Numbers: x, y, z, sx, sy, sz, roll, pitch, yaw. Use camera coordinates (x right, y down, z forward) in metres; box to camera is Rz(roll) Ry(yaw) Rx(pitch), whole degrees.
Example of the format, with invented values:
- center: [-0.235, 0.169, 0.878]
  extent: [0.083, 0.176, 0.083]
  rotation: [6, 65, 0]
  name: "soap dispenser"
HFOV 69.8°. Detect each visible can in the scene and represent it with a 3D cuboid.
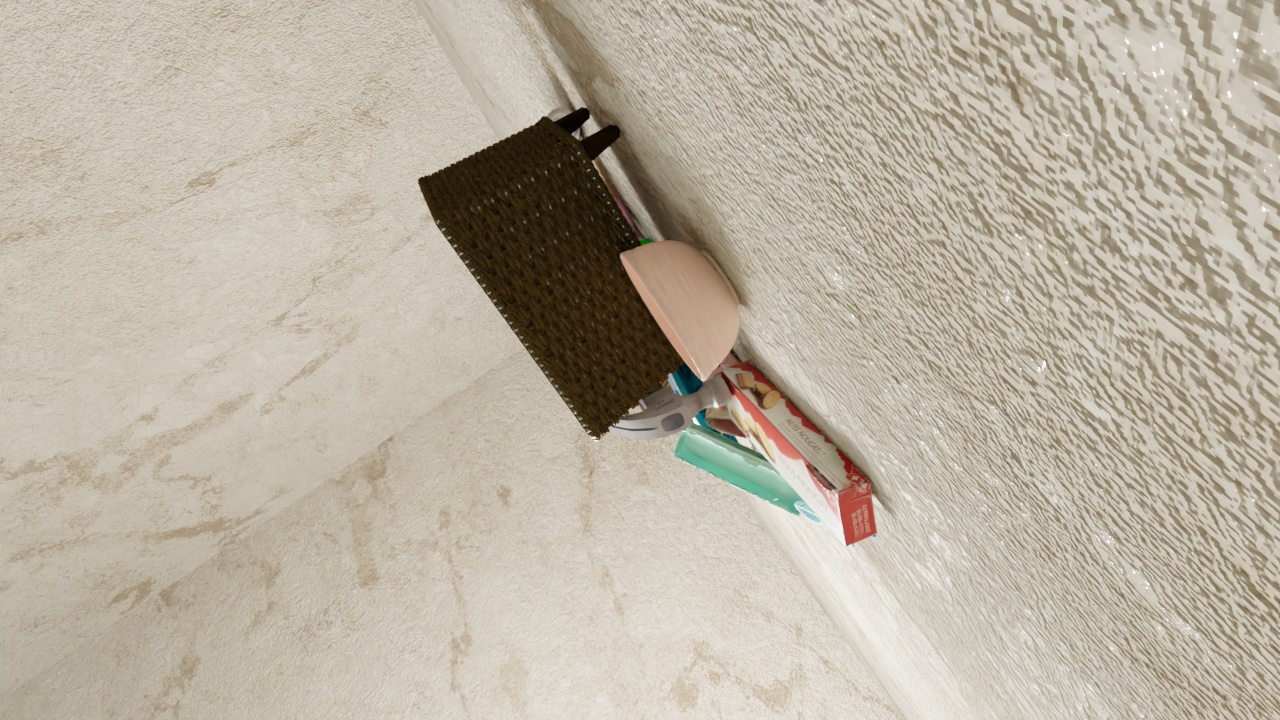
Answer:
- center: [-0.100, -0.293, 1.182]
  extent: [0.044, 0.044, 0.106]
  rotation: [56, 178, -3]
  name: "can"

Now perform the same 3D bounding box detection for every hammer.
- center: [-0.007, 0.007, 1.180]
  extent: [0.035, 0.139, 0.312]
  rotation: [68, 172, -30]
  name: "hammer"

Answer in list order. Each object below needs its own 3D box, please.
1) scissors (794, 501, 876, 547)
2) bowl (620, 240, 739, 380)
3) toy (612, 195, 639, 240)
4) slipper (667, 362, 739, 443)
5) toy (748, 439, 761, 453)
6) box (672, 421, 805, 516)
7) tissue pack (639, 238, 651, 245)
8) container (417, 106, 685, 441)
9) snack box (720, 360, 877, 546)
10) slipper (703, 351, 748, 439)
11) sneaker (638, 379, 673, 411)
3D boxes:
- center: [0.226, 0.185, 1.084]
  extent: [0.127, 0.013, 0.125]
  rotation: [22, 153, 53]
  name: "scissors"
- center: [0.051, -0.062, 0.922]
  extent: [0.153, 0.076, 0.153]
  rotation: [57, 178, 2]
  name: "bowl"
- center: [-0.051, -0.196, 1.301]
  extent: [0.157, 0.067, 0.123]
  rotation: [61, 179, 39]
  name: "toy"
- center: [0.099, 0.052, 1.285]
  extent: [0.295, 0.060, 0.118]
  rotation: [58, -158, -20]
  name: "slipper"
- center: [0.166, 0.099, 1.294]
  extent: [0.109, 0.041, 0.096]
  rotation: [62, 180, 4]
  name: "toy"
- center: [0.135, 0.130, 1.161]
  extent: [0.187, 0.055, 0.138]
  rotation: [25, 155, 5]
  name: "box"
- center: [0.034, -0.103, 1.243]
  extent: [0.099, 0.034, 0.114]
  rotation: [56, 177, 35]
  name: "tissue pack"
- center: [-0.068, -0.110, 1.041]
  extent: [0.321, 0.205, 0.176]
  rotation: [57, 178, -30]
  name: "container"
- center: [0.161, 0.091, 0.993]
  extent: [0.273, 0.044, 0.077]
  rotation: [-128, 19, -57]
  name: "snack box"
- center: [0.122, 0.064, 1.181]
  extent: [0.197, 0.081, 0.093]
  rotation: [52, 178, 27]
  name: "slipper"
- center: [0.046, 0.025, 1.574]
  extent: [0.097, 0.091, 0.245]
  rotation: [51, -160, -39]
  name: "sneaker"
